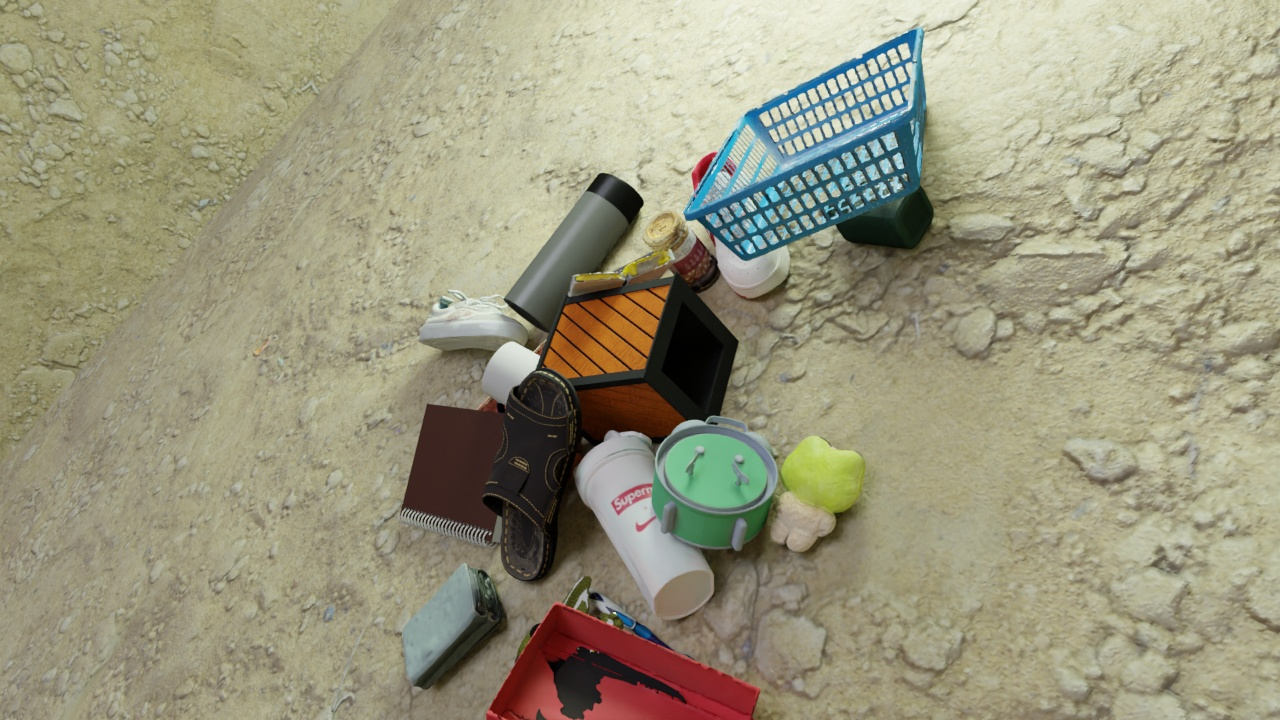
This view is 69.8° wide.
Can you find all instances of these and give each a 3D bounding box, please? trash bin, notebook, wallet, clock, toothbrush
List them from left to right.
[{"bbox_3d":[-0.227,0.316,1.089,0.132,0.054,0.100,-43,30,8],"label":"wallet"},{"bbox_3d":[-0.242,0.150,1.229,0.210,0.022,0.171,3,78,44],"label":"notebook"},{"bbox_3d":[-0.006,0.275,0.949,0.189,0.017,0.016,20,72,48],"label":"toothbrush"},{"bbox_3d":[-0.006,0.006,1.081,0.172,0.139,0.139,-8,53,38],"label":"trash bin"},{"bbox_3d":[0.078,0.111,0.936,0.122,0.075,0.161,12,39,7],"label":"clock"}]

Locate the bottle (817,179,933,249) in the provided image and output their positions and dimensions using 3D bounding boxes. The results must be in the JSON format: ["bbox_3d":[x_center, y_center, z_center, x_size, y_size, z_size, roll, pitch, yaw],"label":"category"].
[{"bbox_3d":[0.260,-0.170,1.052,0.131,0.061,0.061,17,67,48],"label":"bottle"}]

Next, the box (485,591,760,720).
[{"bbox_3d":[-0.015,0.309,0.784,0.215,0.153,0.164,17,86,16],"label":"box"}]

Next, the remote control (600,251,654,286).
[{"bbox_3d":[0.003,-0.130,1.289,0.137,0.015,0.032,-24,44,22],"label":"remote control"}]

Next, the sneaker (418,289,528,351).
[{"bbox_3d":[-0.254,-0.065,1.404,0.243,0.089,0.090,1,74,47],"label":"sneaker"}]

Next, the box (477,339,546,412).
[{"bbox_3d":[-0.153,0.046,1.262,0.187,0.083,0.042,-47,-6,3],"label":"box"}]

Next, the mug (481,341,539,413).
[{"bbox_3d":[-0.151,0.046,1.211,0.097,0.078,0.112,28,116,17],"label":"mug"}]

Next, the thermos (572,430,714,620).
[{"bbox_3d":[0.004,0.168,0.980,0.099,0.099,0.220,-41,44,6],"label":"thermos"}]

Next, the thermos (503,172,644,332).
[{"bbox_3d":[-0.097,-0.161,1.352,0.082,0.082,0.240,25,76,50],"label":"thermos"}]

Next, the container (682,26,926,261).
[{"bbox_3d":[0.214,-0.248,1.058,0.258,0.089,0.361,-20,23,29],"label":"container"}]

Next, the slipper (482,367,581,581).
[{"bbox_3d":[-0.129,0.134,1.033,0.113,0.075,0.268,24,113,32],"label":"slipper"}]

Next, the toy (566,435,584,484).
[{"bbox_3d":[-0.118,0.133,1.137,0.095,0.065,0.127,11,71,38],"label":"toy"}]

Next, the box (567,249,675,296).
[{"bbox_3d":[-0.030,-0.099,1.162,0.129,0.036,0.210,-14,-2,-8],"label":"box"}]

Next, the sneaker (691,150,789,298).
[{"bbox_3d":[0.113,-0.183,1.163,0.090,0.104,0.236,-29,42,20],"label":"sneaker"}]

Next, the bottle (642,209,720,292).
[{"bbox_3d":[0.054,-0.140,1.179,0.056,0.105,0.056,-24,44,25],"label":"bottle"}]

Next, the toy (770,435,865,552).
[{"bbox_3d":[0.167,0.131,0.894,0.092,0.046,0.115,21,79,50],"label":"toy"}]

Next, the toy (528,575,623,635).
[{"bbox_3d":[-0.067,0.314,0.922,0.153,0.078,0.179,11,68,47],"label":"toy"}]
